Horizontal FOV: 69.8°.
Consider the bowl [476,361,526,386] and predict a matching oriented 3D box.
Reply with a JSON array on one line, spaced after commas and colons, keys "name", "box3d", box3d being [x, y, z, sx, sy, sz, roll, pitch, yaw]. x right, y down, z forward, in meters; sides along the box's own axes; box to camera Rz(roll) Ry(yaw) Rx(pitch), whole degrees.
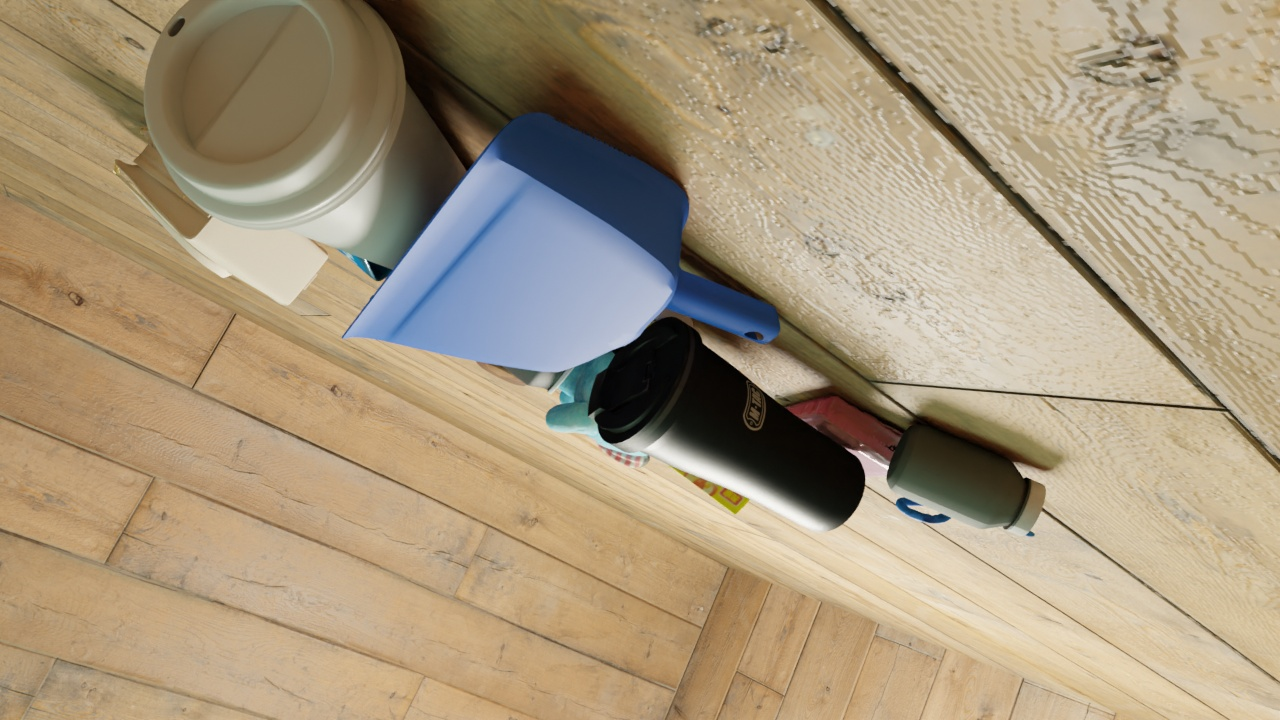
[{"name": "bowl", "box3d": [-0.135, -0.014, 0.982, 0.147, 0.068, 0.147, 24, 167, 5]}]

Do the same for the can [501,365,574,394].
[{"name": "can", "box3d": [-0.109, -0.044, 0.733, 0.146, 0.080, 0.080, 38, 166, -6]}]

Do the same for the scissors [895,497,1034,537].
[{"name": "scissors", "box3d": [0.264, 0.111, 0.765, 0.125, 0.016, 0.125, 1, -149, -13]}]

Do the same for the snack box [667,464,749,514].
[{"name": "snack box", "box3d": [0.029, 0.065, 0.786, 0.152, 0.025, 0.075, 37, -165, -10]}]

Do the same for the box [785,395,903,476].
[{"name": "box", "box3d": [0.164, 0.074, 0.861, 0.098, 0.041, 0.233, 34, 166, -5]}]

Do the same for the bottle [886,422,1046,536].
[{"name": "bottle", "box3d": [0.251, 0.094, 0.710, 0.108, 0.060, 0.060, 23, 167, 9]}]

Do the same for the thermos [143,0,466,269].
[{"name": "thermos", "box3d": [-0.165, -0.115, 0.538, 0.131, 0.131, 0.222, 22, 175, 14]}]

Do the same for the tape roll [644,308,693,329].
[{"name": "tape roll", "box3d": [-0.003, -0.039, 0.744, 0.094, 0.019, 0.094, 24, 167, 6]}]

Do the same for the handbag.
[{"name": "handbag", "box3d": [-0.457, -0.165, 0.964, 0.198, 0.101, 0.195, 34, 171, 18]}]

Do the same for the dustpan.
[{"name": "dustpan", "box3d": [-0.022, -0.040, 0.569, 0.257, 0.059, 0.246, 19, 151, -26]}]

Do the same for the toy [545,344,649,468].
[{"name": "toy", "box3d": [-0.044, 0.027, 0.875, 0.181, 0.114, 0.184, 27, 140, 10]}]

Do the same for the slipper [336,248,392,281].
[{"name": "slipper", "box3d": [-0.230, -0.107, 0.814, 0.214, 0.059, 0.104, 21, 165, 11]}]

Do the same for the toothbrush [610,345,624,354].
[{"name": "toothbrush", "box3d": [-0.005, 0.005, 0.800, 0.188, 0.014, 0.017, 42, -157, 23]}]

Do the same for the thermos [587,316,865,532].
[{"name": "thermos", "box3d": [0.075, 0.059, 0.715, 0.218, 0.105, 0.106, 31, 166, -24]}]

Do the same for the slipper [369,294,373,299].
[{"name": "slipper", "box3d": [-0.155, -0.043, 0.855, 0.214, 0.059, 0.103, 10, -157, 29]}]
